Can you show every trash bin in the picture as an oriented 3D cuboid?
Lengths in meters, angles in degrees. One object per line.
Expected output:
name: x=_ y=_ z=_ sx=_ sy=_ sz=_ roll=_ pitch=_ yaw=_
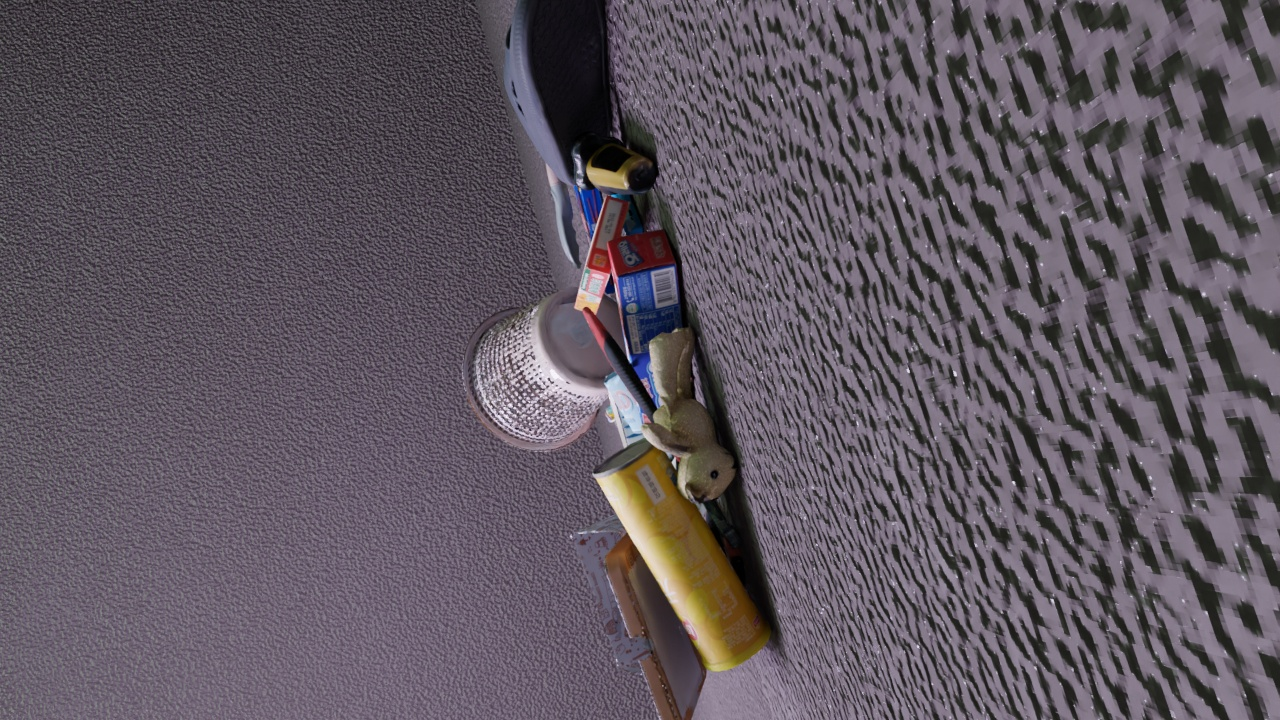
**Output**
trash bin: x=-0.113 y=-0.002 z=1.297 sx=0.193 sy=0.227 sz=0.227 roll=-33 pitch=71 yaw=54

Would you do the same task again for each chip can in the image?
chip can: x=0.038 y=0.176 z=0.840 sx=0.213 sy=0.072 sz=0.072 roll=60 pitch=175 yaw=-6

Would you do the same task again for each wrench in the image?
wrench: x=0.020 y=0.064 z=0.858 sx=0.273 sy=0.016 sz=0.056 roll=58 pitch=176 yaw=-12

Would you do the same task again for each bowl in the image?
bowl: x=0.003 y=0.066 z=1.132 sx=0.116 sy=0.066 sz=0.116 roll=163 pitch=91 yaw=-85

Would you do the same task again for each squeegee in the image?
squeegee: x=-0.103 y=-0.244 z=1.208 sx=0.247 sy=0.040 sz=0.250 roll=-134 pitch=39 yaw=-73

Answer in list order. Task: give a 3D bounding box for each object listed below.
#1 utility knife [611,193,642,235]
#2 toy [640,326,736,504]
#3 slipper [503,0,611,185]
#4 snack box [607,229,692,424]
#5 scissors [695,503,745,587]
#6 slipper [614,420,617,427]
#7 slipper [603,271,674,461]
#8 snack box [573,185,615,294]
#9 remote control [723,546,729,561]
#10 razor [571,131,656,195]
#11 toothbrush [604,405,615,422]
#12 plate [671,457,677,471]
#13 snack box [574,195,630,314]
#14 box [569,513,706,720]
utility knife: x=-0.037 y=-0.217 z=0.996 sx=0.034 sy=0.018 sz=0.216 roll=83 pitch=168 yaw=-62
toy: x=0.044 y=0.048 z=0.808 sx=0.105 sy=0.066 sz=0.157 roll=0 pitch=-104 yaw=-63
slipper: x=-0.090 y=-0.266 z=0.864 sx=0.083 sy=0.110 sz=0.268 roll=28 pitch=162 yaw=16
snack box: x=0.012 y=-0.023 z=0.878 sx=0.058 sy=0.057 sz=0.208 roll=-106 pitch=4 yaw=-45
scissors: x=0.065 y=0.177 z=0.976 sx=0.206 sy=0.015 sz=0.196 roll=-164 pitch=80 yaw=-70
slipper: x=-0.008 y=0.092 z=1.339 sx=0.275 sy=0.054 sz=0.114 roll=97 pitch=157 yaw=-70
slipper: x=-0.006 y=0.006 z=1.020 sx=0.104 sy=0.074 sz=0.245 roll=-162 pitch=60 yaw=-82
snack box: x=-0.060 y=-0.176 z=1.261 sx=0.084 sy=0.026 sz=0.157 roll=-122 pitch=18 yaw=-69
remote control: x=0.059 y=0.230 z=1.030 sx=0.135 sy=0.019 sz=0.056 roll=-8 pitch=101 yaw=61
razor: x=-0.024 y=-0.179 z=0.846 sx=0.067 sy=0.062 sz=0.167 roll=45 pitch=180 yaw=-22
toothbrush: x=-0.017 y=0.110 z=1.229 sx=0.189 sy=0.020 sz=0.029 roll=-123 pitch=38 yaw=-60
plate: x=0.036 y=0.187 z=1.152 sx=0.164 sy=0.034 sz=0.163 roll=87 pitch=178 yaw=-62
snack box: x=-0.041 y=-0.103 z=0.932 sx=0.156 sy=0.027 sz=0.077 roll=126 pitch=160 yaw=-77
box: x=0.014 y=0.256 z=0.970 sx=0.274 sy=0.125 sz=0.179 roll=160 pitch=90 yaw=-82
